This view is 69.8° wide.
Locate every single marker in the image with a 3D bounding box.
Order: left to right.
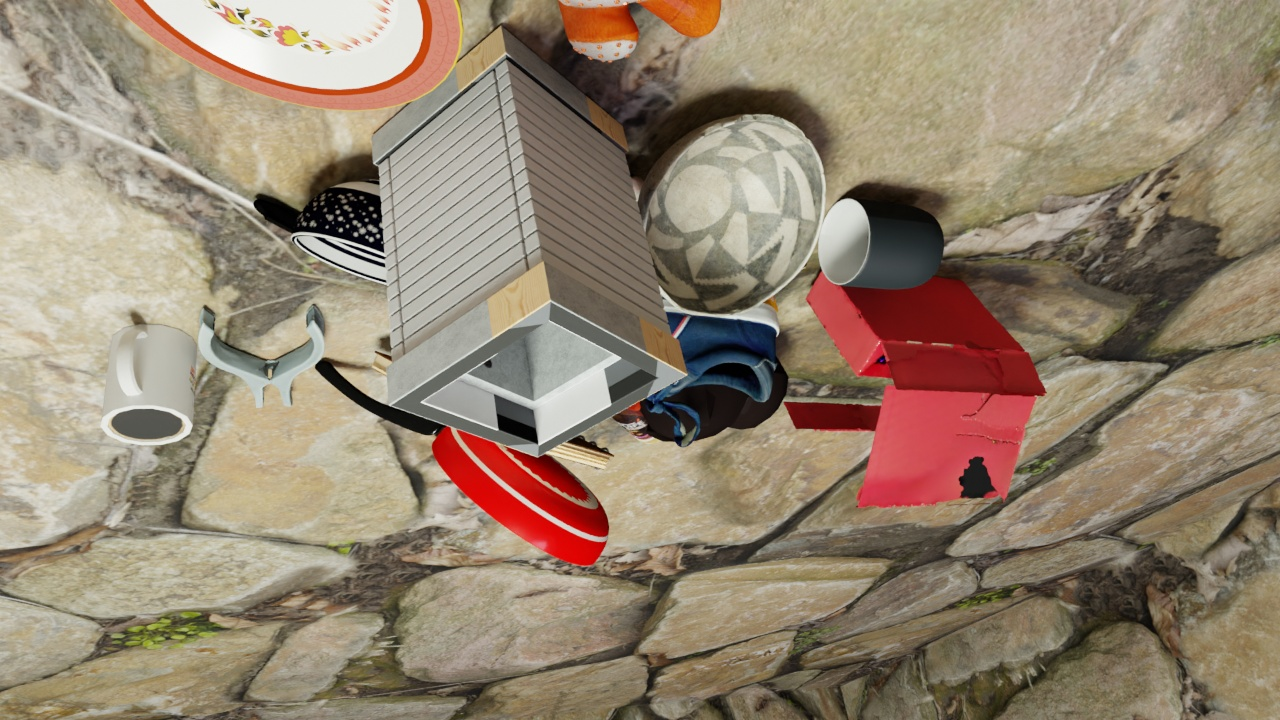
[{"bbox_3d":[-0.275,-0.103,0.796,0.016,0.022,0.138,-33,143,20],"label":"marker"}]

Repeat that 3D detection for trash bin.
[{"bbox_3d":[-0.089,-0.083,0.677,0.143,0.246,0.142,-30,145,26],"label":"trash bin"}]

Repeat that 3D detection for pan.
[{"bbox_3d":[-0.180,0.090,0.956,0.067,0.356,0.209,-53,179,2],"label":"pan"}]

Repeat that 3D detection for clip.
[{"bbox_3d":[-0.346,-0.007,0.922,0.159,0.030,0.174,-10,150,-3],"label":"clip"}]

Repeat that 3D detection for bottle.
[{"bbox_3d":[-0.018,0.044,1.097,0.060,0.059,0.166,-23,143,17],"label":"bottle"}]

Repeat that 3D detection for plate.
[{"bbox_3d":[-0.222,-0.231,0.560,0.230,0.021,0.230,6,159,2],"label":"plate"}]

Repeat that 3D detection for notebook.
[{"bbox_3d":[-0.150,0.053,0.938,0.167,0.226,0.024,25,88,-53],"label":"notebook"}]

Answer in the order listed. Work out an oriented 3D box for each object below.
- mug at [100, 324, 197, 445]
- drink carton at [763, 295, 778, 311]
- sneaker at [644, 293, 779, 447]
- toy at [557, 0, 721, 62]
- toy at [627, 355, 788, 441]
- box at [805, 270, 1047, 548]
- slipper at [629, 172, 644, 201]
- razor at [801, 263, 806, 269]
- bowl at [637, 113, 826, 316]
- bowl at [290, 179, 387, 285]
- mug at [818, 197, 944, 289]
[{"bbox_3d":[-0.461,0.016,0.854,0.073,0.089,0.105,-7,149,-11],"label":"mug"},{"bbox_3d":[0.090,-0.090,0.917,0.040,0.058,0.122,-26,147,20],"label":"drink carton"},{"bbox_3d":[-0.005,0.005,0.881,0.294,0.127,0.121,5,158,-13],"label":"sneaker"},{"bbox_3d":[0.022,-0.266,0.571,0.172,0.092,0.164,-18,156,3],"label":"toy"},{"bbox_3d":[0.096,0.032,1.039,0.183,0.140,0.159,4,120,-39],"label":"toy"},{"bbox_3d":[0.313,0.035,0.958,0.210,0.318,0.121,3,154,-28],"label":"box"},{"bbox_3d":[-0.070,-0.097,0.851,0.106,0.055,0.222,11,141,-37],"label":"slipper"},{"bbox_3d":[0.138,-0.126,0.915,0.042,0.022,0.144,-57,148,-4],"label":"razor"},{"bbox_3d":[0.067,-0.132,0.800,0.178,0.081,0.179,-12,121,-20],"label":"bowl"},{"bbox_3d":[-0.216,-0.109,0.753,0.120,0.066,0.120,15,169,3],"label":"bowl"},{"bbox_3d":[0.232,-0.112,0.925,0.094,0.085,0.122,2,174,-23],"label":"mug"}]
